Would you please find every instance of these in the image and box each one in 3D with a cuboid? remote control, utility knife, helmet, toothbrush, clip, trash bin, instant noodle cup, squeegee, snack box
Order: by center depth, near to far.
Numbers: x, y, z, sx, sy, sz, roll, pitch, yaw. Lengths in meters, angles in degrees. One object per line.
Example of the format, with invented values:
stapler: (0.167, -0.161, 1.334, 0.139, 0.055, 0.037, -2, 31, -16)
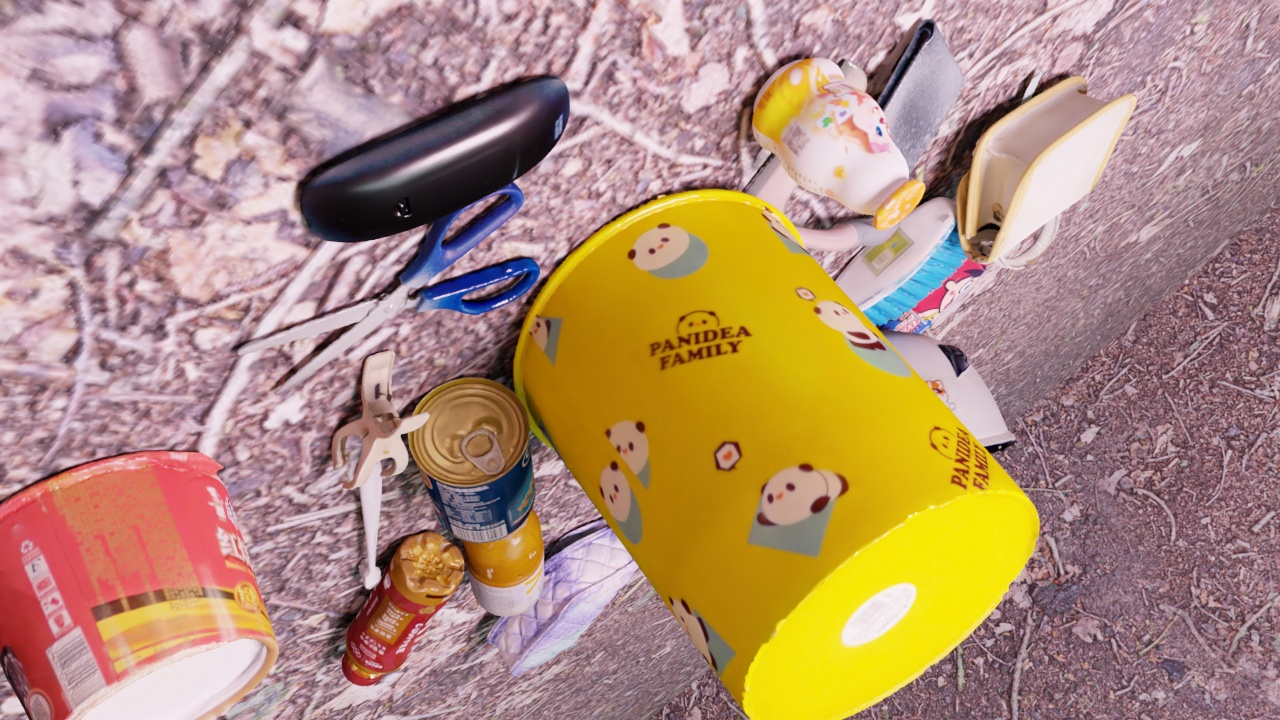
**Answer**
remote control: (-0.087, -0.088, 0.420, 0.136, 0.024, 0.053, -30, 157, -17)
instant noodle cup: (-0.262, 0.132, 0.472, 0.137, 0.108, 0.138, -30, 156, -15)
clip: (-0.156, 0.041, 0.544, 0.034, 0.071, 0.100, -17, 156, -37)
trash bin: (0.075, 0.059, 0.554, 0.229, 0.255, 0.230, -18, 135, -19)
toothbrush: (-0.196, 0.118, 0.663, 0.016, 0.016, 0.181, -25, 152, -32)
squeegee: (0.151, -0.102, 0.716, 0.249, 0.040, 0.248, -9, 144, -49)
utility knife: (0.331, -0.179, 0.851, 0.034, 0.018, 0.238, -37, 157, -15)
helmet: (0.240, 0.046, 0.938, 0.230, 0.156, 0.274, -9, 167, -9)
snack box: (0.286, -0.049, 1.019, 0.084, 0.026, 0.157, -37, 157, 0)

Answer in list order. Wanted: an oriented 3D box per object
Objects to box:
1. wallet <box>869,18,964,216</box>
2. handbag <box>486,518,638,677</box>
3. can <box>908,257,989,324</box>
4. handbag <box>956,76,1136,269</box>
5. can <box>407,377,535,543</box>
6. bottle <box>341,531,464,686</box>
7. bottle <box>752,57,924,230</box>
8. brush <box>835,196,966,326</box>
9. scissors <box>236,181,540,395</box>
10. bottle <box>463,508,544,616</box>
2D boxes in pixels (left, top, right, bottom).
wallet: (0.178, -0.161, 0.633, 0.097, 0.019, 0.121, 8, 113, -59)
handbag: (-0.082, 0.256, 1.005, 0.133, 0.075, 0.194, -17, 151, -48)
can: (0.291, -0.090, 0.897, 0.094, 0.066, 0.066, -46, 155, 17)
handbag: (0.343, -0.147, 0.812, 0.163, 0.063, 0.179, -32, 144, -24)
can: (-0.110, 0.070, 0.617, 0.075, 0.075, 0.111, -29, 156, -19)
bottle: (-0.206, 0.215, 0.772, 0.057, 0.057, 0.175, -10, 145, -47)
bottle: (0.116, -0.124, 0.533, 0.063, 0.108, 0.063, -32, 157, -15)
brush: (0.175, -0.039, 0.856, 0.315, 0.060, 0.109, -43, 151, 19)
scissors: (-0.120, -0.035, 0.489, 0.163, 0.012, 0.164, -46, 154, 22)
bottle: (-0.117, 0.164, 0.789, 0.068, 0.068, 0.190, -28, 155, -21)
